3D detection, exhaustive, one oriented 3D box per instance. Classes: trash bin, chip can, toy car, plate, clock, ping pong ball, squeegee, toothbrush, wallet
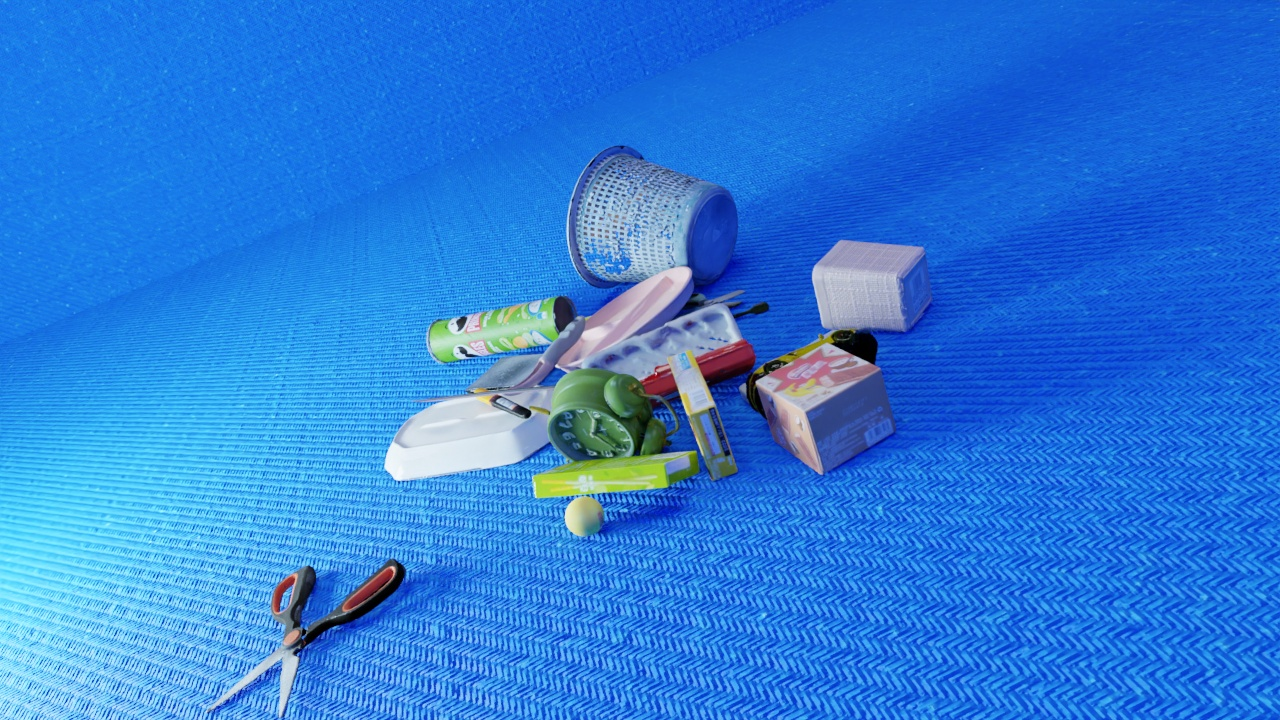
[{"bbox_3d":[0.031,-0.203,1.401,0.195,0.227,0.225,17,43,34],"label":"trash bin"},{"bbox_3d":[-0.212,-0.047,1.400,0.236,0.072,0.072,-9,28,26],"label":"chip can"},{"bbox_3d":[0.188,0.014,0.996,0.155,0.071,0.041,-25,30,-13],"label":"toy car"},{"bbox_3d":[-0.020,-0.053,1.267,0.230,0.028,0.229,-32,15,10],"label":"plate"},{"bbox_3d":[-0.033,0.066,1.013,0.161,0.116,0.056,-11,39,27],"label":"clock"},{"bbox_3d":[-0.217,0.086,1.198,0.266,0.034,0.161,-10,28,21],"label":"plate"},{"bbox_3d":[-0.056,0.158,0.931,0.040,0.040,0.040,-17,26,8],"label":"ping pong ball"},{"bbox_3d":[-0.130,0.002,1.208,0.248,0.040,0.248,-7,22,30],"label":"squeegee"},{"bbox_3d":[0.086,-0.049,1.261,0.186,0.012,0.017,-17,20,9],"label":"toothbrush"},{"bbox_3d":[-0.182,0.020,1.322,0.121,0.019,0.097,-3,29,36],"label":"wallet"}]

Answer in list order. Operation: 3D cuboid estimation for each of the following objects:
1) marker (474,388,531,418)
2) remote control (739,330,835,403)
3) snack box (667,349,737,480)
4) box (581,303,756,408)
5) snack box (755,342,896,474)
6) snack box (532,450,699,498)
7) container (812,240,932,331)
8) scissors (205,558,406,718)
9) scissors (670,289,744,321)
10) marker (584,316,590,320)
[{"bbox_3d":[-0.176,0.056,1.169,0.018,0.015,0.124,-35,31,-29],"label":"marker"},{"bbox_3d":[0.187,0.011,1.057,0.149,0.021,0.058,-29,27,-16],"label":"remote control"},{"bbox_3d":[0.065,0.056,0.986,0.034,0.087,0.140,-19,26,3],"label":"snack box"},{"bbox_3d":[0.029,-0.002,1.108,0.201,0.100,0.102,-22,-12,0],"label":"box"},{"bbox_3d":[0.186,0.046,0.926,0.092,0.077,0.094,-28,26,-13],"label":"snack box"},{"bbox_3d":[-0.026,0.119,0.963,0.157,0.026,0.085,-8,0,25],"label":"snack box"},{"bbox_3d":[0.282,-0.088,1.107,0.111,0.090,0.090,8,38,40],"label":"container"},{"bbox_3d":[-0.340,0.275,0.945,0.220,0.022,0.233,-30,27,-7],"label":"scissors"},{"bbox_3d":[0.059,-0.072,1.301,0.170,0.019,0.181,-24,18,-8],"label":"scissors"},{"bbox_3d":[-0.121,-0.046,1.407,0.124,0.015,0.018,-16,41,17],"label":"marker"}]
